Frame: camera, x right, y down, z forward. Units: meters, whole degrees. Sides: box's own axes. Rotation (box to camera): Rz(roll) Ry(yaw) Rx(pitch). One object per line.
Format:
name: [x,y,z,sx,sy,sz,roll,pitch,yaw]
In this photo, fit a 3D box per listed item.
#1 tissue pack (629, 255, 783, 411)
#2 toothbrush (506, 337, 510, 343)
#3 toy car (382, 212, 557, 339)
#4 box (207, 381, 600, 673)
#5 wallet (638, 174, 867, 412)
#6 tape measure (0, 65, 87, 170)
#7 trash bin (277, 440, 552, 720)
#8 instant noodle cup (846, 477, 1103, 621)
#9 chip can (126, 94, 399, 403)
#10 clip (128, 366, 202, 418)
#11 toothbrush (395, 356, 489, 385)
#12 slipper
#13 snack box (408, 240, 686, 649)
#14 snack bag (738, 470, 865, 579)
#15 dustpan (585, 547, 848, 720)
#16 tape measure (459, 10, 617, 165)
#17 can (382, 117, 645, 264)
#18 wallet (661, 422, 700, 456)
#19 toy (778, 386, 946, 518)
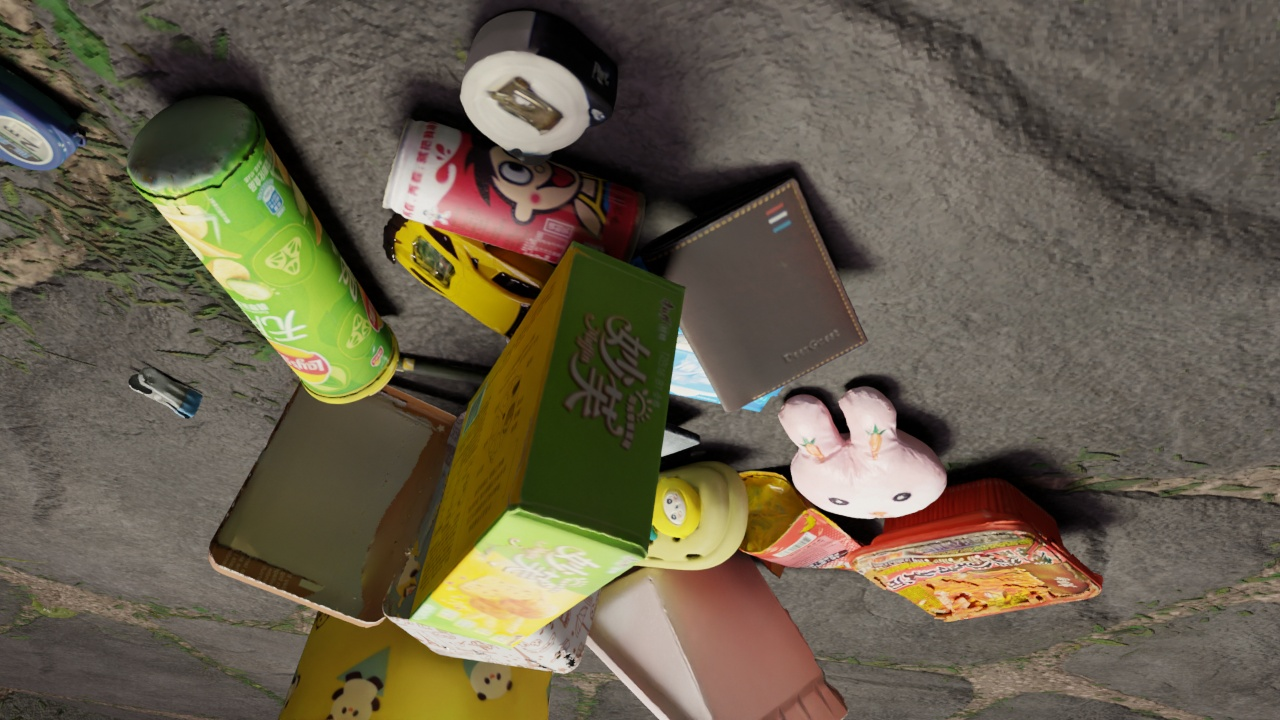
tissue pack: [0.035,-0.014,0.596,0.157,0.052,0.095,13,147,-11]
toothbrush: [-0.004,0.004,0.664,0.189,0.029,0.021,13,107,-7]
toy car: [-0.080,-0.045,0.552,0.156,0.041,0.071,33,144,-7]
box: [-0.153,0.113,0.682,0.274,0.178,0.124,13,147,6]
wallet: [0.068,-0.036,0.531,0.096,0.020,0.122,-25,120,10]
tape measure: [-0.340,-0.132,0.503,0.055,0.025,0.058,-17,137,35]
trash bin: [-0.175,0.218,0.811,0.229,0.254,0.230,5,148,3]
instant noodle cup: [0.296,0.168,0.813,0.165,0.079,0.188,-23,137,38]
chip can: [-0.217,-0.057,0.555,0.072,0.072,0.221,0,147,10]
clip: [-0.397,0.027,0.767,0.030,0.024,0.057,-24,133,33]
toothbrush: [-0.106,0.014,0.704,0.186,0.017,0.012,10,150,-2]
slipper: [0.002,0.139,0.799,0.191,0.091,0.081,-14,165,37]
snack box: [-0.057,0.058,0.513,0.070,0.157,0.211,21,146,-16]
snack bag: [0.149,0.172,0.867,0.129,0.073,0.208,-8,151,31]
dustpan: [0.047,0.281,0.894,0.139,0.273,0.222,-37,158,29]
tape measure: [-0.053,-0.132,0.443,0.066,0.033,0.066,31,139,-34]
can: [-0.068,-0.086,0.499,0.132,0.053,0.053,16,147,-15]
wallet: [-0.023,0.063,0.746,0.097,0.019,0.121,20,154,-30]
toy: [0.170,0.077,0.720,0.121,0.054,0.159,-11,137,30]
